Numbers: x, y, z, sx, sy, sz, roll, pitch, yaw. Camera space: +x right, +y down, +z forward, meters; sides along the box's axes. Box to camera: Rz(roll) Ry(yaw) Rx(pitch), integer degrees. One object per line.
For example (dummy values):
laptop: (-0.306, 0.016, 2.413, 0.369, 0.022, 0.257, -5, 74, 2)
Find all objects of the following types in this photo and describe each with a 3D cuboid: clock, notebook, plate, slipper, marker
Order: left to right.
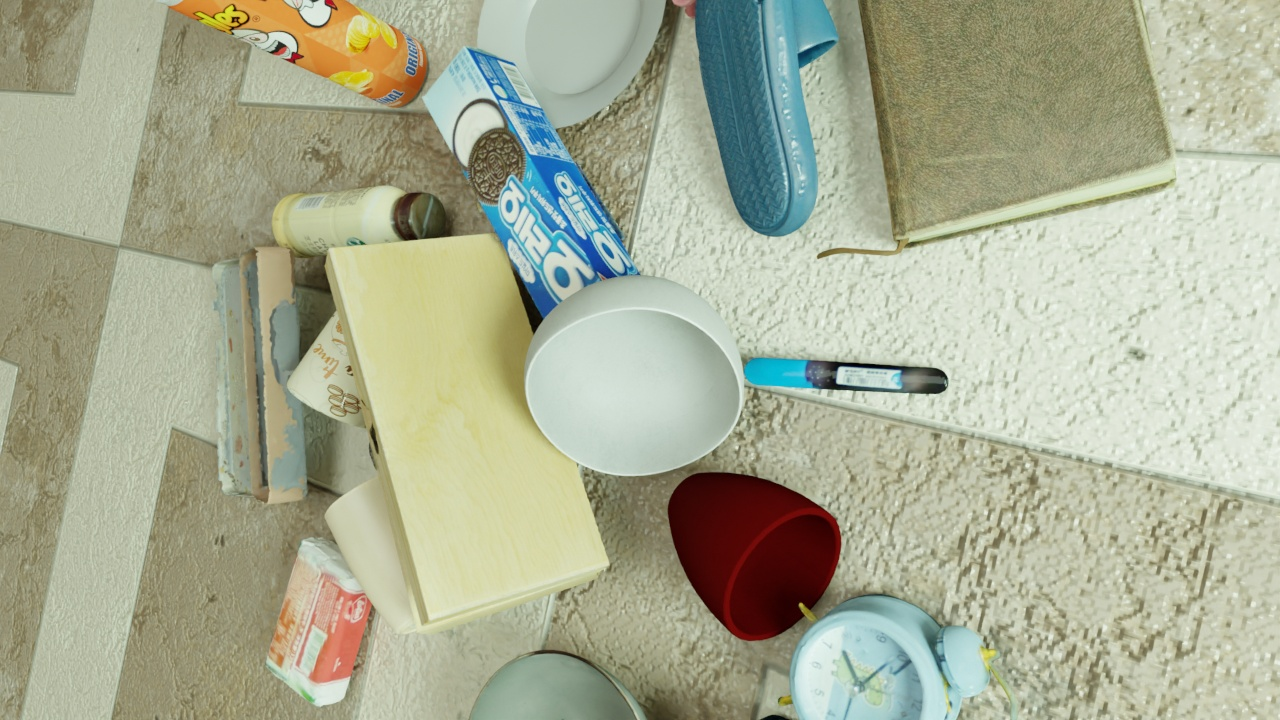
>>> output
plate: (-0.050, -0.255, 0.688, 0.173, 0.019, 0.172, -4, 82, 31)
slipper: (0.079, -0.184, 0.570, 0.104, 0.059, 0.214, -179, 81, -66)
marker: (0.122, 0.009, 0.553, 0.123, 0.015, 0.018, 3, 89, 30)
clock: (0.139, 0.179, 0.499, 0.125, 0.051, 0.089, 13, 90, 31)
notebook: (0.183, -0.174, 0.524, 0.191, 0.034, 0.215, -13, 77, 30)

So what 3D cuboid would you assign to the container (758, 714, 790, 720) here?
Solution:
container: (0.096, 0.312, 0.498, 0.145, 0.071, 0.187, 16, 93, 32)

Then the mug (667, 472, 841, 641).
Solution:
mug: (0.057, 0.116, 0.552, 0.088, 0.087, 0.114, 35, 135, 48)

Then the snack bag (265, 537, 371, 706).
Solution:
snack bag: (-0.261, 0.213, 0.753, 0.077, 0.036, 0.116, 20, 95, 33)

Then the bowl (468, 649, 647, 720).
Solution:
bowl: (-0.042, 0.262, 0.599, 0.151, 0.056, 0.150, -4, 82, 31)

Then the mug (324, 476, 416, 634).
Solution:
mug: (-0.179, 0.150, 0.692, 0.104, 0.085, 0.112, 59, 141, 17)

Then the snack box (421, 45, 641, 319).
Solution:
snack box: (-0.075, -0.117, 0.649, 0.060, 0.059, 0.226, -39, 73, 29)

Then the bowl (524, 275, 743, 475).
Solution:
bowl: (-0.003, 0.003, 0.576, 0.132, 0.132, 0.064, -34, 29, 24)

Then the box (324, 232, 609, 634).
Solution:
box: (-0.117, 0.040, 0.614, 0.140, 0.123, 0.248, -18, 74, -4)

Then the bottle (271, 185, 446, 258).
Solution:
bottle: (-0.234, -0.115, 0.763, 0.162, 0.056, 0.056, 3, 85, 32)

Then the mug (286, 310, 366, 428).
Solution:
mug: (-0.233, -0.012, 0.753, 0.097, 0.081, 0.122, -62, 32, 2)

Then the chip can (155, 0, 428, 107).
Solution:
chip can: (-0.261, -0.260, 0.707, 0.062, 0.210, 0.062, -4, 82, 31)

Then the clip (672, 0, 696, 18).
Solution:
clip: (0.047, -0.254, 0.618, 0.059, 0.038, 0.022, -13, 74, 26)

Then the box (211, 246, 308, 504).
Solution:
box: (-0.341, 0.014, 0.805, 0.154, 0.058, 0.216, -4, 90, 52)
